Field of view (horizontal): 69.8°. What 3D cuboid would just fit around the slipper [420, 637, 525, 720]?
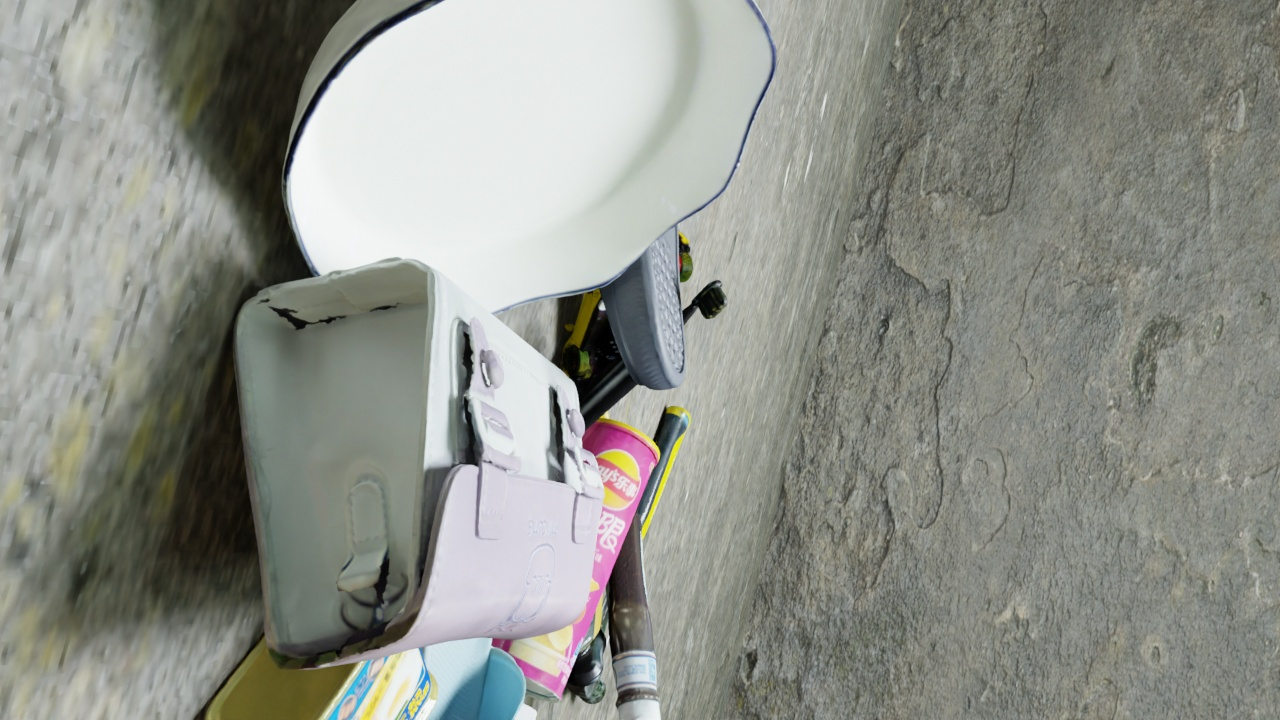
[{"bbox_3d":[-0.109,0.197,0.554,0.104,0.074,0.245,-22,123,-72],"label":"slipper"}]

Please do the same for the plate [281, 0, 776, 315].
[{"bbox_3d":[-0.045,-0.092,0.378,0.045,0.205,0.205,62,-1,24],"label":"plate"}]

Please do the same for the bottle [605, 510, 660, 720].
[{"bbox_3d":[-0.010,0.236,0.833,0.080,0.044,0.194,89,-6,-54],"label":"bottle"}]

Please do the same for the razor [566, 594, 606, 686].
[{"bbox_3d":[-0.051,0.195,0.795,0.067,0.062,0.167,-3,101,-55],"label":"razor"}]

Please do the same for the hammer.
[{"bbox_3d":[-0.009,0.192,0.970,0.126,0.032,0.322,77,31,-60],"label":"hammer"}]

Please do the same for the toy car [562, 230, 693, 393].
[{"bbox_3d":[-0.015,-0.036,0.674,0.071,0.041,0.156,-4,130,-33],"label":"toy car"}]

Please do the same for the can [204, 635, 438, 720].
[{"bbox_3d":[-0.145,0.161,0.431,0.101,0.057,0.083,-59,155,-46],"label":"can"}]

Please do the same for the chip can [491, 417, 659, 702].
[{"bbox_3d":[-0.053,0.149,0.708,0.071,0.071,0.210,80,29,-55],"label":"chip can"}]

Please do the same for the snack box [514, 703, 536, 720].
[{"bbox_3d":[-0.119,0.310,0.630,0.085,0.027,0.156,-31,-143,64],"label":"snack box"}]

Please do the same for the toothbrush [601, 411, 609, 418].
[{"bbox_3d":[-0.036,0.050,0.787,0.018,0.016,0.192,-52,154,-37],"label":"toothbrush"}]

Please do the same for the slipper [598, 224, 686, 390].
[{"bbox_3d":[-0.025,-0.096,0.563,0.111,0.083,0.267,64,17,-52],"label":"slipper"}]

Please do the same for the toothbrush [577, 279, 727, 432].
[{"bbox_3d":[-0.004,0.004,0.625,0.026,0.027,0.213,-10,160,-36],"label":"toothbrush"}]

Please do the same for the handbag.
[{"bbox_3d":[-0.082,0.054,0.412,0.197,0.098,0.144,45,37,-71],"label":"handbag"}]
